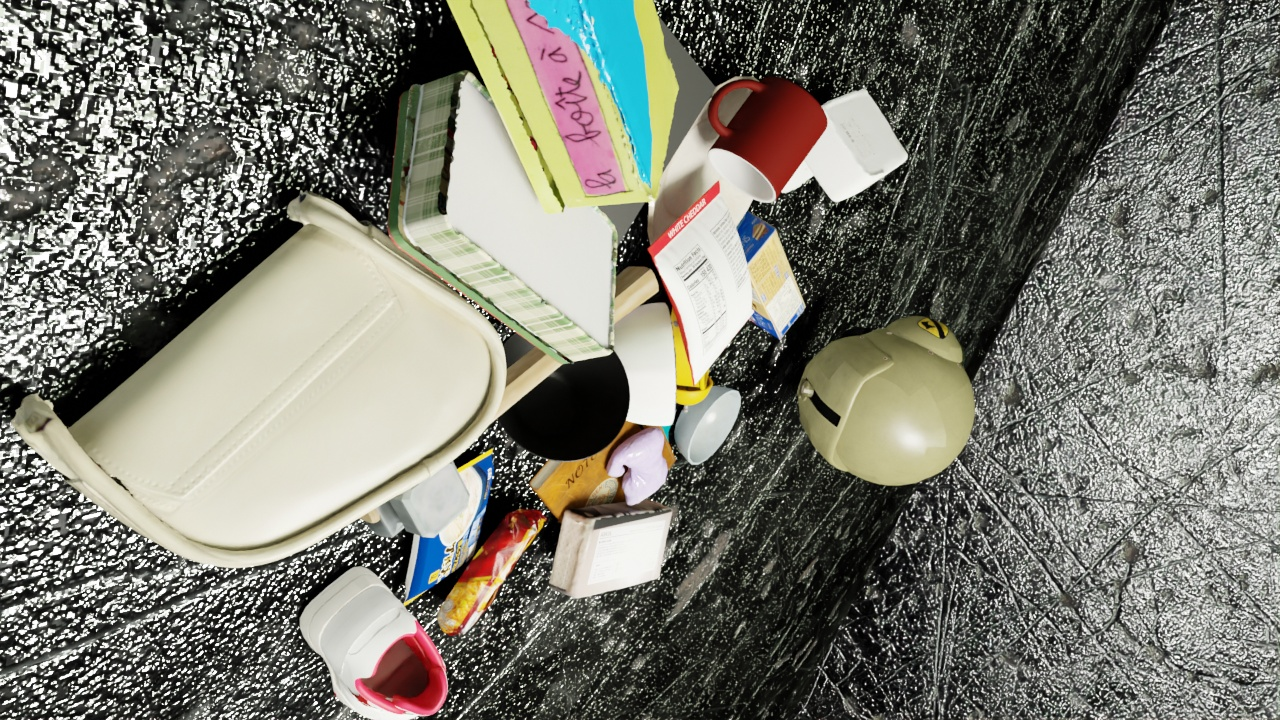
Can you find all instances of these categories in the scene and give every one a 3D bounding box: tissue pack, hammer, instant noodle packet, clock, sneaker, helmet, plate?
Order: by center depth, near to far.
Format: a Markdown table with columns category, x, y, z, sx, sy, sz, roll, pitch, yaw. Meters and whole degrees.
| category | x | y | z | sx | sy | sz | roll | pitch | yaw |
| --- | --- | --- | --- | --- | --- | --- | --- | --- | --- |
| hammer | -0.095 | 0.015 | 0.717 | 0.321 | 0.117 | 0.051 | -42 | 123 | -36 |
| sneaker | -0.210 | 0.279 | 0.805 | 0.090 | 0.104 | 0.237 | -41 | 149 | -29 |
| instant noodle packet | -0.171 | 0.148 | 0.817 | 0.086 | 0.026 | 0.134 | -30 | 143 | -54 |
| plate | 0.060 | -0.177 | 0.861 | 0.188 | 0.027 | 0.189 | -40 | 148 | -32 |
| instant noodle packet | -0.143 | 0.201 | 0.885 | 0.135 | 0.039 | 0.098 | -56 | 174 | -4 |
| clock | 0.053 | -0.020 | 0.950 | 0.152 | 0.052 | 0.113 | 86 | 12 | -55 |
| tissue pack | -0.039 | 0.213 | 1.045 | 0.181 | 0.071 | 0.104 | 5 | 99 | -62 |
| helmet | 0.335 | 0.055 | 1.287 | 0.232 | 0.256 | 0.251 | -25 | 137 | -51 |

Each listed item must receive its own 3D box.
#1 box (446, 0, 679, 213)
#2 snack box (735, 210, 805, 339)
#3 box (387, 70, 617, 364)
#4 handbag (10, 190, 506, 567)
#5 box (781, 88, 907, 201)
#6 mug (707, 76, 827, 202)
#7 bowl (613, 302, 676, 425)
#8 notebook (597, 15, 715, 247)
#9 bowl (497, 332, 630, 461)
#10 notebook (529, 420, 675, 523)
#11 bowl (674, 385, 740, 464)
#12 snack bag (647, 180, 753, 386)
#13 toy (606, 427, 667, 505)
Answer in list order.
| category | x | y | z | sx | sy | sz | roll | pitch | yaw |
| --- | --- | --- | --- | --- | --- | --- | --- | --- | --- |
| box | -0.046 | -0.205 | 0.531 | 0.221 | 0.082 | 0.124 | 62 | 31 | -52 |
| snack box | 0.136 | -0.095 | 1.044 | 0.056 | 0.057 | 0.207 | -51 | 153 | -5 |
| box | -0.082 | -0.084 | 0.606 | 0.205 | 0.050 | 0.117 | 37 | 49 | -56 |
| handbag | -0.220 | 0.016 | 0.561 | 0.228 | 0.132 | 0.184 | -48 | 127 | -24 |
| box | 0.201 | -0.218 | 1.009 | 0.109 | 0.103 | 0.130 | -32 | 178 | -46 |
| mug | 0.102 | -0.204 | 0.804 | 0.105 | 0.073 | 0.082 | 41 | 81 | -33 |
| bowl | -0.005 | 0.005 | 0.861 | 0.065 | 0.116 | 0.116 | -3 | 135 | -5 |
| notebook | -0.033 | -0.164 | 0.707 | 0.206 | 0.016 | 0.149 | -58 | 144 | 1 |
| bowl | -0.076 | 0.032 | 0.798 | 0.123 | 0.124 | 0.053 | -43 | -178 | -27 |
| notebook | -0.027 | 0.123 | 1.044 | 0.178 | 0.014 | 0.249 | -49 | 152 | -16 |
| bowl | 0.077 | 0.074 | 1.139 | 0.106 | 0.039 | 0.106 | -40 | 148 | -32 |
| snack bag | 0.063 | -0.071 | 0.846 | 0.130 | 0.039 | 0.144 | -48 | 130 | -41 |
| toy | -0.003 | 0.119 | 1.024 | 0.080 | 0.036 | 0.100 | -30 | 138 | -26 |
